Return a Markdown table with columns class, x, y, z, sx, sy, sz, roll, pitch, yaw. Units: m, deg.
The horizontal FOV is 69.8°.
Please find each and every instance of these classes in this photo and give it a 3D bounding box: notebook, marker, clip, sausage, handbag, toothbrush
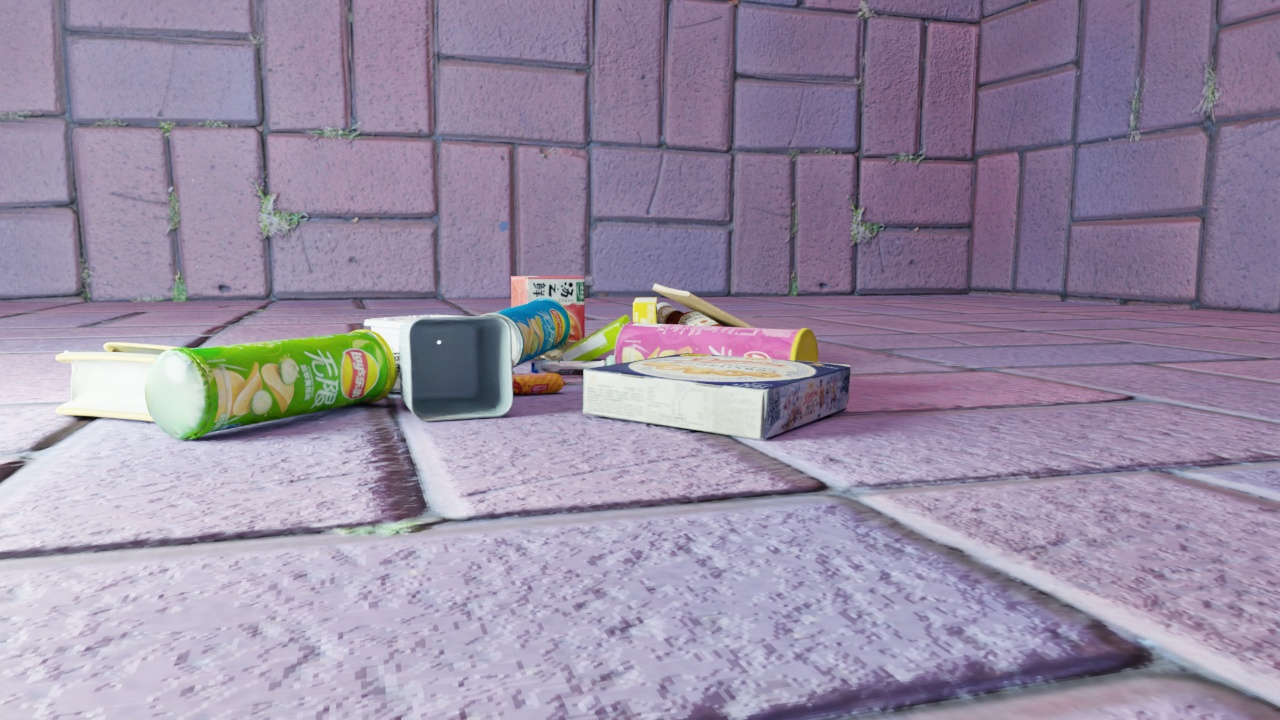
| class | x | y | z | sx | sy | sz | roll | pitch | yaw |
| --- | --- | --- | --- | --- | --- | --- | --- | --- | --- |
| notebook | 0.127 | -0.044 | 1.199 | 0.211 | 0.012 | 0.149 | 27 | 0 | -18 |
| marker | -0.059 | 0.008 | 1.109 | 0.146 | 0.017 | 0.017 | 0 | 7 | -4 |
| clip | -0.116 | -0.012 | 1.265 | 0.035 | 0.094 | 0.102 | 4 | -31 | 35 |
| sausage | -0.153 | 0.025 | 0.931 | 0.165 | 0.021 | 0.021 | -2 | 7 | -21 |
| handbag | -0.419 | 0.016 | 0.858 | 0.163 | 0.063 | 0.178 | 4 | 4 | 15 |
| toothbrush | -0.006 | 0.006 | 1.089 | 0.224 | 0.026 | 0.027 | -1 | 29 | -7 |

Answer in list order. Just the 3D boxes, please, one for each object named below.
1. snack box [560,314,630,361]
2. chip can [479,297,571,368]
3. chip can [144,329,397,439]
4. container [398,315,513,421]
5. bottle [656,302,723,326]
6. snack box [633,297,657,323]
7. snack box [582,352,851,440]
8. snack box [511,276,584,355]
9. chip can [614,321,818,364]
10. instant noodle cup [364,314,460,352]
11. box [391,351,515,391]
| class | x | y | z | sx | sy | sz | roll | pitch | yaw |
| --- | --- | --- | --- | --- | --- | --- | --- | --- | --- |
| snack box | -0.053 | -0.024 | 1.193 | 0.086 | 0.026 | 0.156 | -28 | 5 | 5 |
| chip can | -0.144 | -0.033 | 1.115 | 0.071 | 0.071 | 0.210 | 2 | 8 | 10 |
| chip can | -0.309 | 0.016 | 0.787 | 0.073 | 0.072 | 0.220 | 4 | 7 | 26 |
| container | -0.175 | 0.004 | 0.844 | 0.090 | 0.090 | 0.111 | -2 | 3 | -22 |
| bottle | 0.064 | -0.039 | 1.209 | 0.059 | 0.060 | 0.206 | -2 | 17 | -19 |
| snack box | 0.007 | -0.036 | 1.190 | 0.034 | 0.087 | 0.140 | 0 | 6 | -1 |
| snack box | 0.072 | 0.027 | 0.832 | 0.178 | 0.046 | 0.182 | 5 | 9 | 33 |
| snack box | -0.122 | -0.065 | 1.321 | 0.126 | 0.113 | 0.044 | -6 | 8 | -41 |
| chip can | 0.078 | -0.003 | 0.978 | 0.211 | 0.071 | 0.071 | 4 | 7 | 30 |
| instant noodle cup | -0.265 | -0.027 | 1.222 | 0.174 | 0.060 | 0.137 | 7 | 9 | 35 |
| box | -0.213 | 0.016 | 0.960 | 0.164 | 0.059 | 0.072 | 0 | -13 | -9 |
